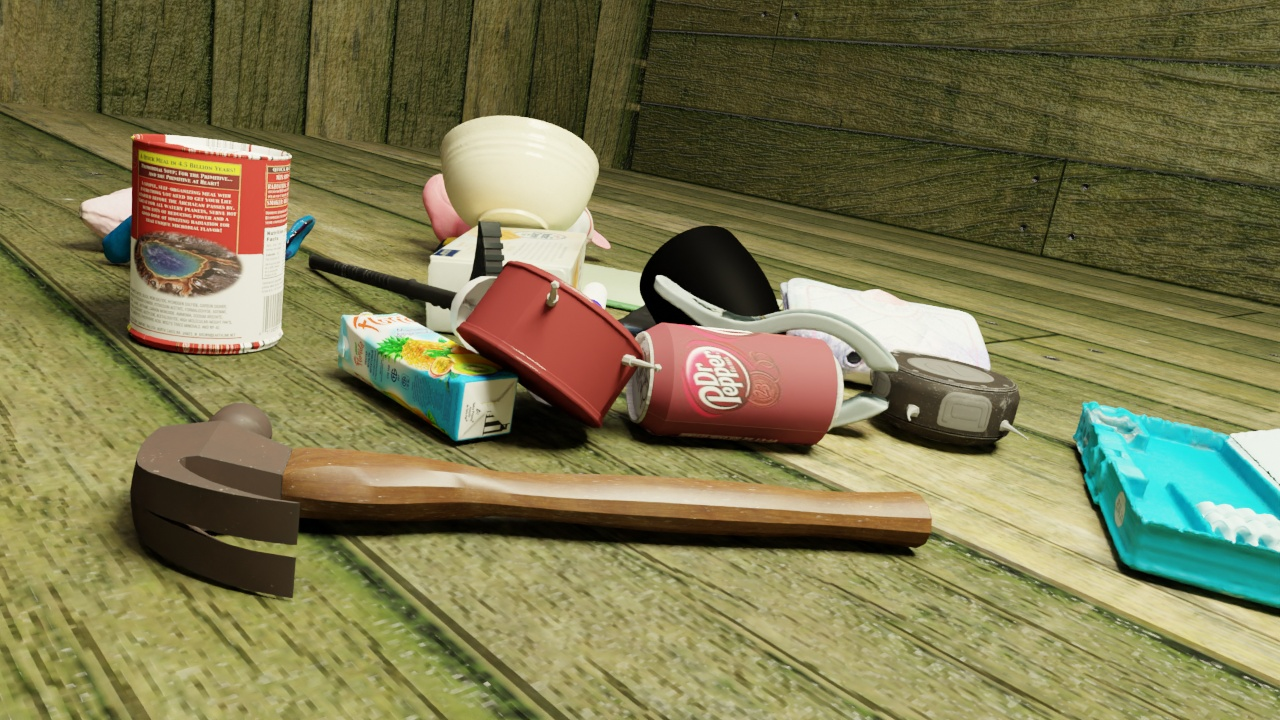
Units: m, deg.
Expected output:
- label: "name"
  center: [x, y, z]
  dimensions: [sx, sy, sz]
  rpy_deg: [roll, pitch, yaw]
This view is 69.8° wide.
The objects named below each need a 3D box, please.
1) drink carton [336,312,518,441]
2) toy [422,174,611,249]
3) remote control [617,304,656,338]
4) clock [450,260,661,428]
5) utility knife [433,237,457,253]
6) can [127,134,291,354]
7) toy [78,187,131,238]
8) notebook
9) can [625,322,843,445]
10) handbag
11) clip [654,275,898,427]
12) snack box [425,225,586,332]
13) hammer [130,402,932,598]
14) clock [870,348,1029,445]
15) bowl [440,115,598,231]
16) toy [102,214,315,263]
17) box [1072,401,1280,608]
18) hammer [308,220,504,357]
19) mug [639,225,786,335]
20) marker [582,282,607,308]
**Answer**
- label: "drink carton"
  center: [-0.120, 0.005, 0.500]
  dimensions: [0.044, 0.039, 0.129]
  rpy_deg: [-6, 22, -45]
- label: "toy"
  center: [-0.137, -0.161, 1.046]
  dimensions: [0.142, 0.084, 0.212]
  rpy_deg: [30, 26, 26]
- label: "remote control"
  center: [0.002, -0.027, 0.738]
  dimensions: [0.047, 0.022, 0.150]
  rpy_deg: [13, 15, 13]
- label: "clock"
  center: [-0.053, -0.009, 0.499]
  dimensions: [0.096, 0.048, 0.138]
  rpy_deg: [39, -12, -23]
- label: "utility knife"
  center: [-0.144, -0.104, 0.920]
  dimensions: [0.163, 0.030, 0.017]
  rpy_deg: [13, -20, 27]
- label: "can"
  center: [-0.260, -0.071, 0.554]
  dimensions: [0.086, 0.116, 0.086]
  rpy_deg: [8, 14, -2]
- label: "toy"
  center: [-0.411, -0.116, 0.776]
  dimensions: [0.095, 0.053, 0.099]
  rpy_deg: [17, 11, -16]
- label: "notebook"
  center: [0.009, -0.068, 0.928]
  dimensions: [0.253, 0.010, 0.181]
  rpy_deg: [12, 15, 14]
- label: "can"
  center: [0.053, 0.014, 0.525]
  dimensions: [0.114, 0.063, 0.063]
  rpy_deg: [5, 15, -15]
- label: "handbag"
  center: [0.187, -0.018, 0.732]
  dimensions: [0.158, 0.069, 0.126]
  rpy_deg: [12, 16, 2]
- label: "clip"
  center: [0.076, 0.013, 0.588]
  dimensions: [0.163, 0.108, 0.027]
  rpy_deg: [17, 15, 14]
- label: "snack box"
  center: [-0.102, -0.069, 0.755]
  dimensions: [0.104, 0.057, 0.207]
  rpy_deg: [4, 15, -1]
- label: "hammer"
  center: [-0.029, 0.057, 0.377]
  dimensions: [0.322, 0.033, 0.115]
  rpy_deg: [6, 13, -15]
- label: "clock"
  center: [0.199, 0.026, 0.610]
  dimensions: [0.091, 0.044, 0.122]
  rpy_deg: [9, 13, -1]
- label: "bowl"
  center: [-0.117, -0.156, 0.865]
  dimensions: [0.151, 0.075, 0.151]
  rpy_deg: [2, -20, 1]
- label: "toy"
  center: [-0.327, -0.089, 0.695]
  dimensions: [0.176, 0.071, 0.112]
  rpy_deg: [15, 27, 20]
- label: "box"
  center: [0.345, 0.072, 0.498]
  dimensions: [0.185, 0.056, 0.226]
  rpy_deg: [3, 12, 19]
- label: "hammer"
  center: [-0.188, -0.065, 0.683]
  dimensions: [0.015, 0.095, 0.325]
  rpy_deg: [-4, 13, -38]
- label: "mug"
  center: [0.063, -0.025, 0.666]
  dimensions: [0.100, 0.085, 0.119]
  rpy_deg: [59, 3, 35]
- label: "marker"
  center: [-0.042, -0.044, 0.773]
  dimensions: [0.023, 0.027, 0.133]
  rpy_deg: [8, 12, -2]
